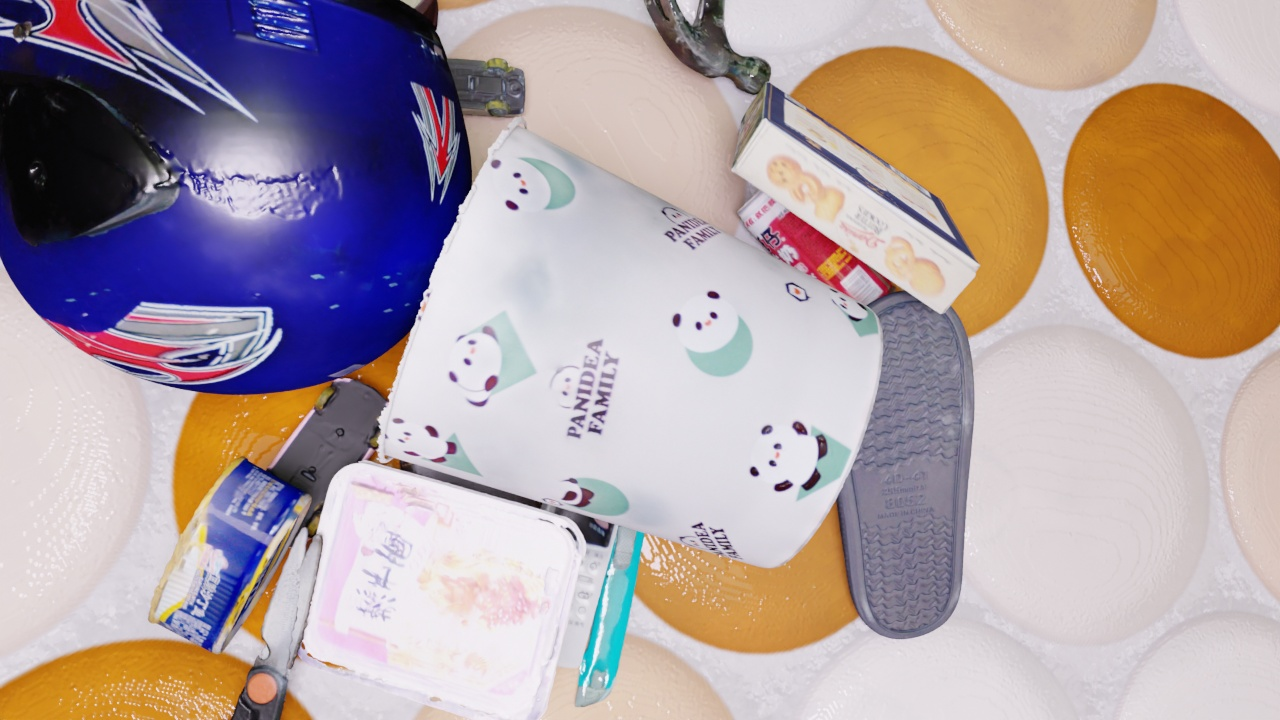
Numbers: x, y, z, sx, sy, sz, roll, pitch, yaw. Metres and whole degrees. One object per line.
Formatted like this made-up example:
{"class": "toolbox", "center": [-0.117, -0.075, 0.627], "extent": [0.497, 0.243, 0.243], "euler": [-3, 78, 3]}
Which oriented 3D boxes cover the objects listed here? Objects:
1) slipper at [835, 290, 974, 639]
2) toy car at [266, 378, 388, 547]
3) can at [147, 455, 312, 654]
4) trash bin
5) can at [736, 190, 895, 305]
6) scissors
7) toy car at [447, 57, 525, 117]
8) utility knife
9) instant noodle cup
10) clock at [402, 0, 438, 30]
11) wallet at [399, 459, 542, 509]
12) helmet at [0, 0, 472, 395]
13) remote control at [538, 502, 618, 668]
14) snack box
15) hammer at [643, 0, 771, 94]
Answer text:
{"class": "slipper", "center": [0.191, 0.079, 0.714], "extent": [0.110, 0.083, 0.268], "euler": [-5, 99, -7]}
{"class": "toy car", "center": [-0.219, 0.070, 0.629], "extent": [0.056, 0.037, 0.122], "euler": [35, 73, -7]}
{"class": "can", "center": [-0.252, 0.123, 0.563], "extent": [0.049, 0.148, 0.074], "euler": [31, 35, -9]}
{"class": "trash bin", "center": [-0.003, 0.003, 0.586], "extent": [0.252, 0.230, 0.229], "euler": [23, 75, -6]}
{"class": "can", "center": [0.140, -0.088, 0.736], "extent": [0.133, 0.053, 0.053], "euler": [46, 73, -2]}
{"class": "scissors", "center": [-0.225, 0.222, 0.580], "extent": [0.143, 0.021, 0.235], "euler": [38, 91, 2]}
{"class": "toy car", "center": [-0.134, -0.206, 0.700], "extent": [0.090, 0.035, 0.042], "euler": [1, 78, -13]}
{"class": "utility knife", "center": [-0.013, 0.143, 0.678], "extent": [0.029, 0.013, 0.223], "euler": [14, 77, -10]}
{"class": "instant noodle cup", "center": [-0.125, 0.148, 0.600], "extent": [0.173, 0.060, 0.138], "euler": [14, 89, 11]}
{"class": "clock", "center": [-0.204, -0.276, 0.684], "extent": [0.122, 0.055, 0.082], "euler": [15, 77, -14]}
{"class": "wallet", "center": [-0.113, 0.120, 0.657], "extent": [0.096, 0.020, 0.122], "euler": [-11, 85, -15]}
{"class": "helmet", "center": [-0.260, -0.105, 0.552], "extent": [0.316, 0.247, 0.240], "euler": [13, 95, 18]}
{"class": "remote control", "center": [-0.051, 0.140, 0.655], "extent": [0.058, 0.021, 0.150], "euler": [20, 75, -19]}
{"class": "snack box", "center": [0.156, -0.131, 0.690], "extent": [0.178, 0.182, 0.046], "euler": [33, 116, -6]}
{"class": "hammer", "center": [0.072, -0.390, 0.744], "extent": [0.126, 0.032, 0.323], "euler": [13, 84, -36]}
